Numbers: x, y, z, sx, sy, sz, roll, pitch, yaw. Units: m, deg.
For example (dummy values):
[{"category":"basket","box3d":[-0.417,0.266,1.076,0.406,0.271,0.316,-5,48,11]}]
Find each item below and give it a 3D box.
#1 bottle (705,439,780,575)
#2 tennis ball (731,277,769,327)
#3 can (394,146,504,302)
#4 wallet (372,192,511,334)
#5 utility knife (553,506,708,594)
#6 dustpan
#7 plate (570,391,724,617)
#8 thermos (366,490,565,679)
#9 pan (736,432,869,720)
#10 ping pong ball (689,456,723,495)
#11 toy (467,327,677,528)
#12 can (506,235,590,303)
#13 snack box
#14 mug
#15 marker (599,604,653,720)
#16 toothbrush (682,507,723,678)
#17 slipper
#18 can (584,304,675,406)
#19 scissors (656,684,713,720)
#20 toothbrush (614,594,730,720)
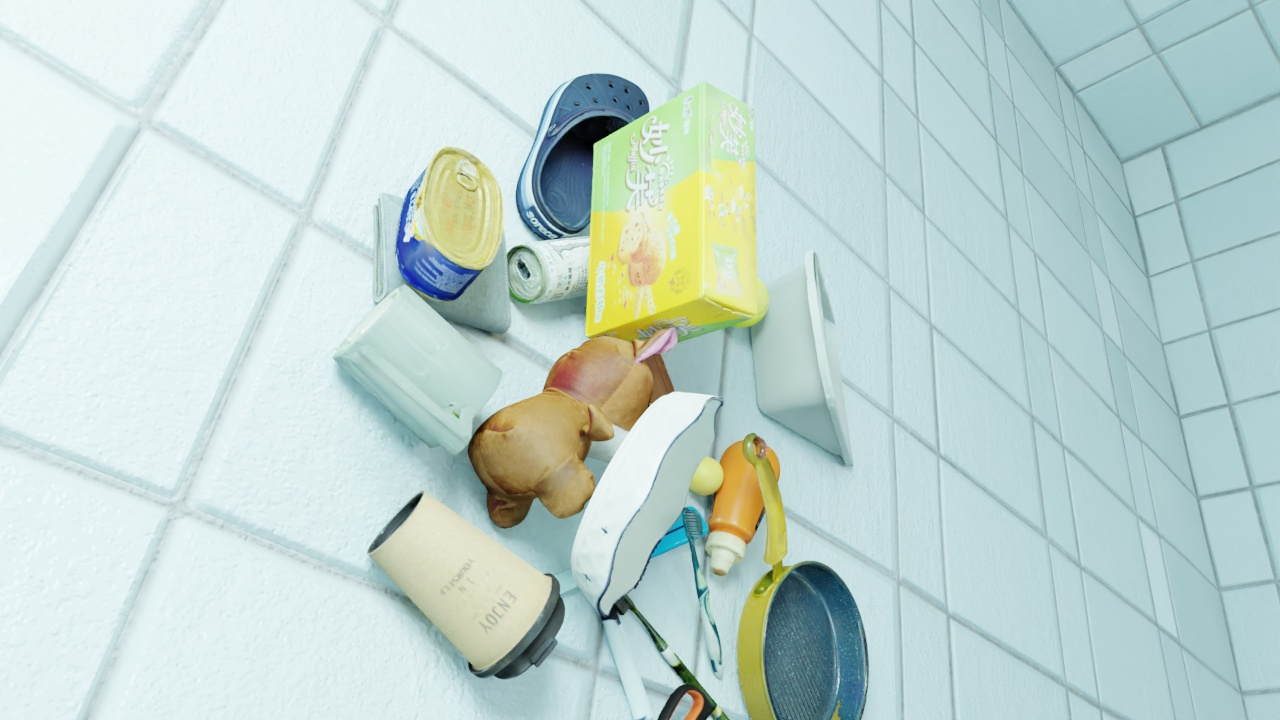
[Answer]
[{"category":"bottle","box3d":[0.102,0.157,0.965,0.066,0.067,0.149,41,53,-27]},{"category":"tennis ball","box3d":[0.119,-0.072,1.088,0.065,0.066,0.065,24,55,-39]},{"category":"can","box3d":[-0.156,-0.113,0.753,0.074,0.049,0.148,29,36,-30]},{"category":"wallet","box3d":[-0.169,-0.086,0.799,0.129,0.037,0.106,14,62,-44]},{"category":"utility knife","box3d":[-0.010,0.180,0.861,0.222,0.018,0.034,-13,81,-49]},{"category":"dustpan","box3d":[0.234,-0.012,1.130,0.257,0.143,0.222,20,58,-40]},{"category":"plate","box3d":[0.004,0.114,0.772,0.045,0.205,0.204,28,40,13]},{"category":"thermos","box3d":[-0.129,0.166,0.684,0.143,0.093,0.092,45,43,-13]},{"category":"pan","box3d":[0.154,0.237,0.938,0.197,0.078,0.357,-37,106,-48]},{"category":"ping pong ball","box3d":[0.066,0.120,0.956,0.040,0.040,0.040,24,55,-39]},{"category":"toy","box3d":[-0.049,0.053,0.781,0.130,0.140,0.199,51,48,-20]},{"category":"can","box3d":[-0.064,-0.092,0.900,0.146,0.058,0.058,-15,83,-50]},{"category":"snack box","box3d":[0.026,-0.125,0.841,0.070,0.158,0.209,15,68,-39]},{"category":"mug","box3d":[-0.170,0.010,0.696,0.103,0.084,0.124,46,6,-19]},{"category":"marker","box3d":[-0.016,0.260,0.812,0.018,0.023,0.130,-17,83,-24]},{"category":"toothbrush","box3d":[0.063,0.224,0.873,0.016,0.018,0.192,-41,124,-55]},{"category":"slipper","box3d":[-0.051,-0.228,0.958,0.105,0.095,0.252,46,47,-26]},{"category":"can","box3d":[-0.005,0.005,0.919,0.057,0.058,0.147,-18,85,-50]},{"category":"scissors","box3d":[0.010,0.377,0.778,0.221,0.022,0.231,45,51,-28]},{"category":"toothbrush","box3d":[0.029,0.282,0.858,0.186,0.012,0.017,53,47,-16]}]
